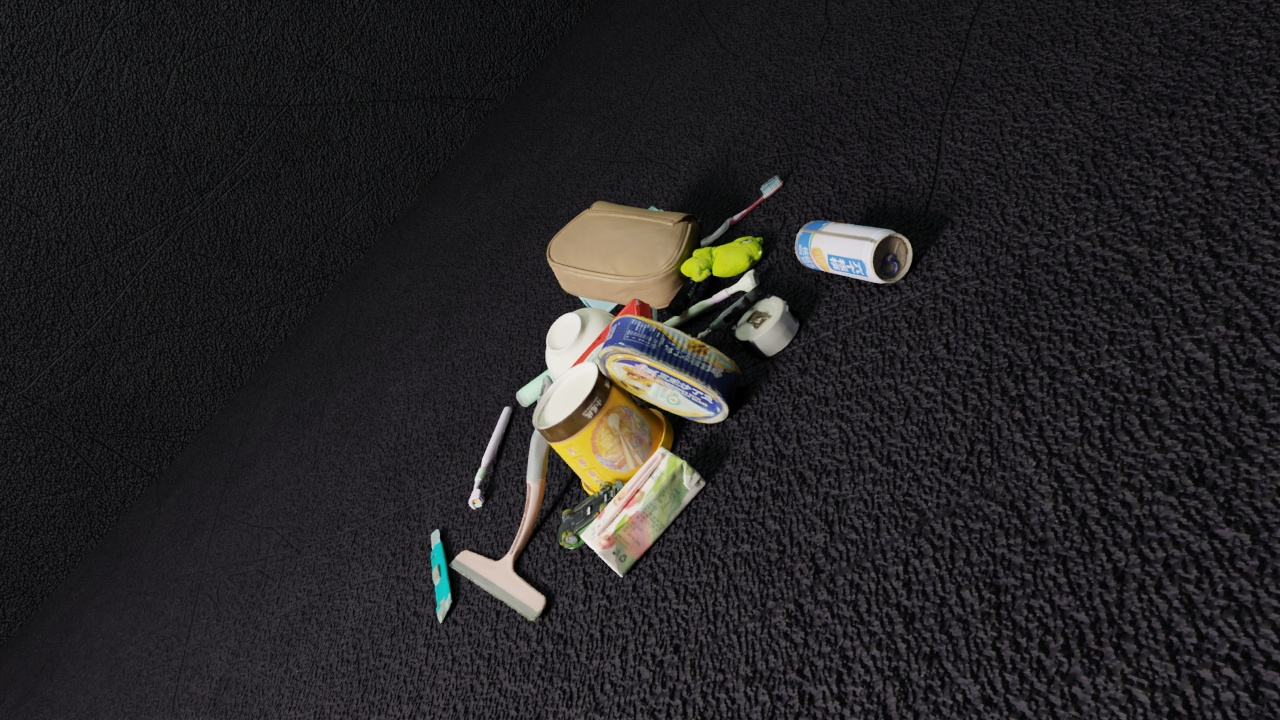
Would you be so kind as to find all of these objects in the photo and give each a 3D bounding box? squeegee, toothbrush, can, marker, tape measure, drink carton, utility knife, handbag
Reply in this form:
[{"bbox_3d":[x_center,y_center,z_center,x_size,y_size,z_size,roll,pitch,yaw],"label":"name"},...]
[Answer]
[{"bbox_3d":[-0.125,0.140,1.031,0.248,0.040,0.249,5,79,60],"label":"squeegee"},{"bbox_3d":[0.067,-0.059,1.129,0.190,0.020,0.029,-28,62,33],"label":"toothbrush"},{"bbox_3d":[0.030,0.010,0.942,0.075,0.148,0.049,-58,8,52],"label":"can"},{"bbox_3d":[0.067,-0.099,1.164,0.022,0.020,0.131,-41,11,44],"label":"marker"},{"bbox_3d":[0.135,-0.036,0.977,0.065,0.033,0.066,-48,25,-4],"label":"tape measure"},{"bbox_3d":[-0.199,0.125,1.241,0.188,0.021,0.029,-79,10,-52],"label":"toothbrush"},{"bbox_3d":[-0.080,-0.005,1.253,0.225,0.026,0.027,-35,43,17],"label":"toothbrush"},{"bbox_3d":[0.001,0.143,0.889,0.122,0.045,0.053,-47,25,-8],"label":"drink carton"},{"bbox_3d":[0.218,-0.113,0.948,0.053,0.053,0.135,-47,26,-7],"label":"can"},{"bbox_3d":[-0.246,0.255,1.117,0.029,0.013,0.186,-53,25,6],"label":"utility knife"},{"bbox_3d":[0.116,-0.187,1.248,0.188,0.017,0.016,-38,26,12],"label":"toothbrush"},{"bbox_3d":[-0.017,-0.140,1.237,0.205,0.100,0.147,14,58,30],"label":"handbag"}]

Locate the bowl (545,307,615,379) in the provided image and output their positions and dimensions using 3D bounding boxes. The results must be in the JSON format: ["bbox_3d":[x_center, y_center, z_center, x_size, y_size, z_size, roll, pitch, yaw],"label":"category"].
[{"bbox_3d":[-0.079,-0.021,1.192,0.117,0.066,0.116,-23,49,28],"label":"bowl"}]

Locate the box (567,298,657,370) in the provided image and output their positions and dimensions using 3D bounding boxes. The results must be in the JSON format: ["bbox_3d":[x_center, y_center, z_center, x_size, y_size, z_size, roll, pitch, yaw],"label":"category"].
[{"bbox_3d":[-0.047,0.017,1.101,0.202,0.047,0.086,-46,27,28],"label":"box"}]

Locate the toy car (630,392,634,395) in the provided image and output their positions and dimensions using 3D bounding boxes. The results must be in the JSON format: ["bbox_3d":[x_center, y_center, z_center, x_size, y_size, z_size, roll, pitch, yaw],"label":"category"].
[{"bbox_3d":[-0.007,0.007,1.119,0.122,0.037,0.056,-63,23,-11],"label":"toy car"}]

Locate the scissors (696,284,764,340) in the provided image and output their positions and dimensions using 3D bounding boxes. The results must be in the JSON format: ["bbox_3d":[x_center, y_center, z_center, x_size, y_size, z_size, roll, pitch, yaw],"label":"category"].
[{"bbox_3d":[0.075,-0.033,1.046,0.159,0.014,0.178,-38,1,-24],"label":"scissors"}]

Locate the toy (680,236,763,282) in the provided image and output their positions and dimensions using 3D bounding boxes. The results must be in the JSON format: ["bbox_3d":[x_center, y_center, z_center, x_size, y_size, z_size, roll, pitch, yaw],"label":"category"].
[{"bbox_3d":[0.105,-0.125,1.139,0.100,0.031,0.096,6,42,38],"label":"toy"}]

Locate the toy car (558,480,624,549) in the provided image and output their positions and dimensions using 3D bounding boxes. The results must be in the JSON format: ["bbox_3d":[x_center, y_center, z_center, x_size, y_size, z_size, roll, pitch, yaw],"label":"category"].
[{"bbox_3d":[-0.046,0.161,0.942,0.091,0.036,0.043,-35,28,17],"label":"toy car"}]

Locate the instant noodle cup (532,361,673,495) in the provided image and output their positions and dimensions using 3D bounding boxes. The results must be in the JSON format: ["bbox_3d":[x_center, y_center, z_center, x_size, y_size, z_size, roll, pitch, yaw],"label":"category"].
[{"bbox_3d":[-0.045,0.072,0.983,0.119,0.114,0.118,-35,26,20],"label":"instant noodle cup"}]

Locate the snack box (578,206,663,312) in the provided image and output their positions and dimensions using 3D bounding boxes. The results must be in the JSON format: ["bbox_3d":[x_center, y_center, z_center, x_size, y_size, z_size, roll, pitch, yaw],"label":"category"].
[{"bbox_3d":[-0.019,-0.146,1.344,0.175,0.051,0.074,-43,26,3],"label":"snack box"}]
